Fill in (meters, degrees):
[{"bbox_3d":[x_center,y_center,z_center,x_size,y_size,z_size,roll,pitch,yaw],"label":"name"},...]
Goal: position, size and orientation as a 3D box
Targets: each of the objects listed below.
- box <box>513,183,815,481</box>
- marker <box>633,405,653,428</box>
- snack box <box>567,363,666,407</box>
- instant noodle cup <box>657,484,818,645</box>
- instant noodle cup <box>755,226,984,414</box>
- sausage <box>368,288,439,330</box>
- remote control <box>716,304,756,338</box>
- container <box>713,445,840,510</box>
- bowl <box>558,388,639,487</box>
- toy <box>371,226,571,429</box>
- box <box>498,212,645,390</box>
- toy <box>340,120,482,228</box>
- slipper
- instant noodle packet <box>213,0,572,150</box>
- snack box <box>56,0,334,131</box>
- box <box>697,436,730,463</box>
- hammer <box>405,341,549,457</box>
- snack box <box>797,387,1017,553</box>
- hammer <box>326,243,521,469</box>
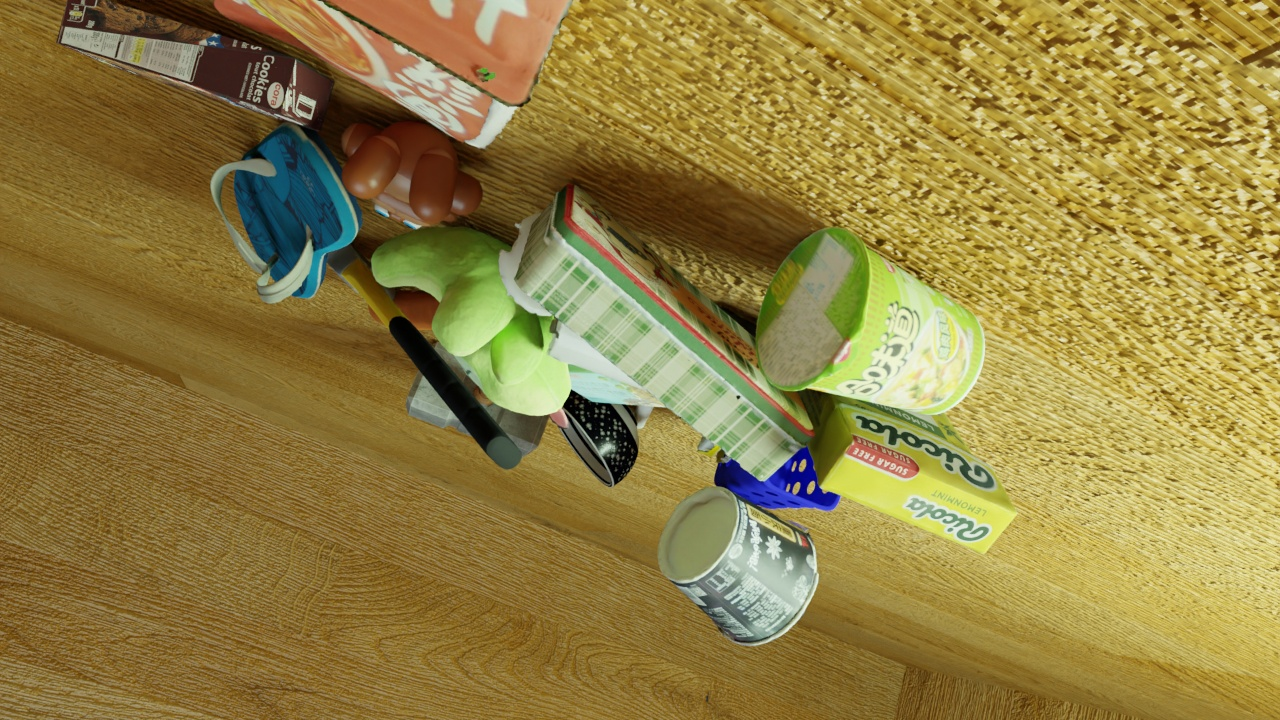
[{"bbox_3d":[0.017,-0.021,0.572,0.205,0.051,0.117,41,-161,-16],"label":"box"},{"bbox_3d":[0.003,0.056,1.026,0.017,0.020,0.134,29,163,2],"label":"marker"},{"bbox_3d":[-0.005,0.005,0.822,0.175,0.053,0.075,1,154,44],"label":"snack box"},{"bbox_3d":[0.091,0.195,0.907,0.112,0.137,0.137,39,156,-29],"label":"instant noodle cup"},{"bbox_3d":[0.140,-0.015,0.546,0.108,0.098,0.099,18,165,-26],"label":"instant noodle cup"},{"bbox_3d":[-0.213,-0.051,0.889,0.165,0.044,0.039,3,132,43],"label":"sausage"},{"bbox_3d":[0.115,-0.004,0.711,0.147,0.015,0.033,26,163,-11],"label":"remote control"},{"bbox_3d":[0.138,0.098,0.901,0.084,0.085,0.114,24,164,-15],"label":"container"},{"bbox_3d":[-0.042,0.076,1.037,0.120,0.066,0.120,48,163,20],"label":"bowl"},{"bbox_3d":[-0.118,-0.033,0.745,0.150,0.107,0.197,42,180,23],"label":"toy"},{"bbox_3d":[-0.032,-0.040,0.672,0.156,0.084,0.126,18,164,-6],"label":"box"},{"bbox_3d":[-0.154,-0.113,0.603,0.095,0.065,0.128,26,167,-11],"label":"toy"},{"bbox_3d":[-0.278,-0.103,0.687,0.296,0.060,0.118,-8,109,60],"label":"slipper"},{"bbox_3d":[-0.134,-0.170,0.442,0.164,0.084,0.221,24,174,-19],"label":"instant noodle packet"},{"bbox_3d":[-0.262,-0.177,0.545,0.141,0.032,0.051,18,-176,5],"label":"snack box"},{"bbox_3d":[0.090,0.046,0.824,0.037,0.064,0.210,20,163,0],"label":"box"},{"bbox_3d":[-0.163,0.026,1.005,0.162,0.082,0.318,22,163,-10],"label":"hammer"},{"bbox_3d":[0.162,0.040,0.614,0.121,0.045,0.180,23,-156,-13],"label":"snack box"},{"bbox_3d":[-0.188,-0.019,0.746,0.323,0.029,0.127,42,171,40],"label":"hammer"}]
